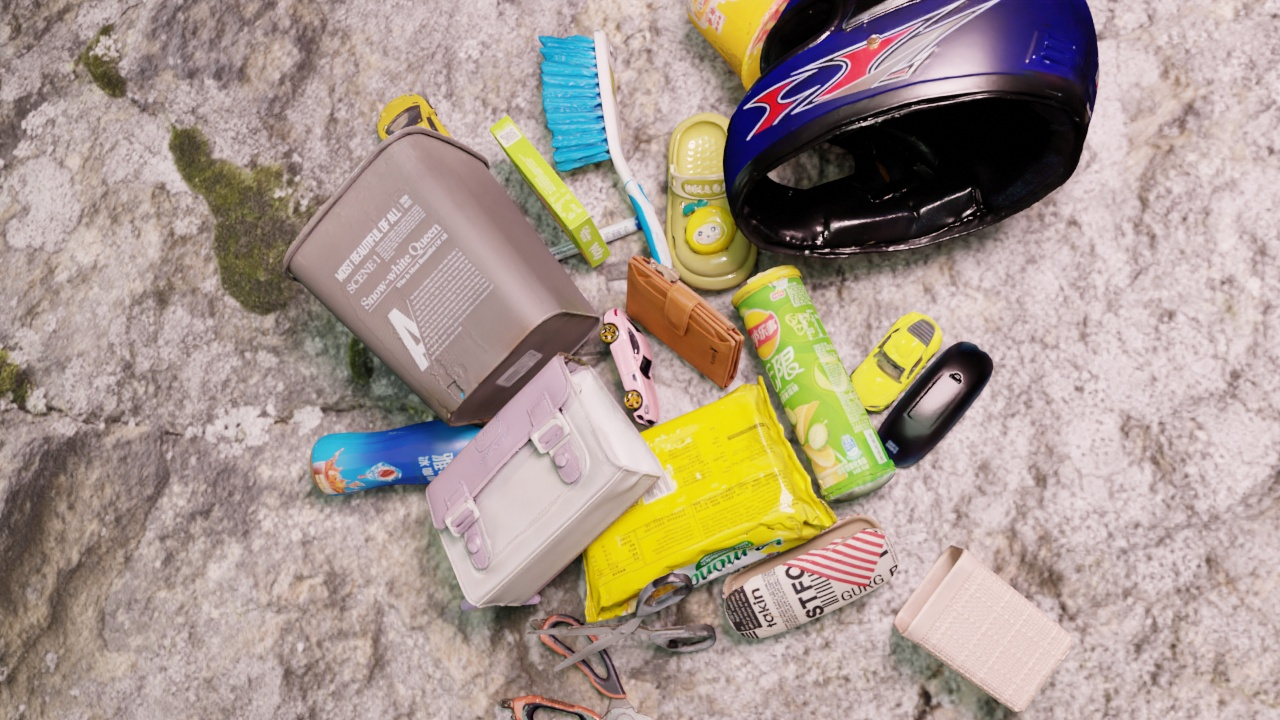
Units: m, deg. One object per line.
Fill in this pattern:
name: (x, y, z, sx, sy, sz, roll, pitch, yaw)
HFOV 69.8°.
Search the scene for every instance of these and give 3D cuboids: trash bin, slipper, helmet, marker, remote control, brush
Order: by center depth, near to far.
helmet: (0.220, -0.243, 0.802, 0.316, 0.247, 0.240, -12, 59, 13)
remote control: (0.273, 0.039, 0.850, 0.053, 0.024, 0.136, 40, 90, 17)
trash bin: (-0.178, -0.069, 0.881, 0.199, 0.198, 0.220, -45, 77, 12)
slipper: (0.062, -0.165, 0.907, 0.092, 0.081, 0.190, -7, 76, 14)
brush: (-0.037, -0.207, 0.942, 0.109, 0.060, 0.314, -9, 74, 6)
marker: (-0.064, -0.121, 0.959, 0.146, 0.017, 0.017, -20, 76, 9)

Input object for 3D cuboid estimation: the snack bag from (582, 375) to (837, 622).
snack bag: (0.038, 0.126, 0.852, 0.247, 0.068, 0.158, -25, 65, 10)

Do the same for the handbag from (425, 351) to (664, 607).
handbag: (-0.097, 0.108, 0.829, 0.197, 0.098, 0.145, -45, 56, 16)

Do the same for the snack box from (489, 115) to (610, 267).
snack box: (-0.091, -0.171, 0.927, 0.026, 0.086, 0.156, -37, 66, -1)

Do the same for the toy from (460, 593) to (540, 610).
toy: (-0.140, 0.190, 0.908, 0.084, 0.039, 0.108, -6, 74, 13)

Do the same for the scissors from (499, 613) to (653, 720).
scissors: (-0.034, 0.333, 0.872, 0.222, 0.015, 0.189, -11, 78, 10)

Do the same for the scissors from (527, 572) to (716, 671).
scissors: (-0.010, 0.246, 0.841, 0.181, 0.159, 0.014, -49, 27, 29)

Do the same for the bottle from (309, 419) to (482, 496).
bottle: (-0.223, 0.094, 0.930, 0.219, 0.065, 0.065, -9, 78, 11)

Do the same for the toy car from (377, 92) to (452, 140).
toy car: (-0.238, -0.233, 1.006, 0.071, 0.041, 0.156, -37, 73, 3)

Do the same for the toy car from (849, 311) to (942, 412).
toy car: (0.239, 0.001, 0.861, 0.048, 0.032, 0.105, 41, 92, 16)

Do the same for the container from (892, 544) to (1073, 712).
container: (0.290, 0.228, 0.780, 0.111, 0.090, 0.090, 37, 89, 13)

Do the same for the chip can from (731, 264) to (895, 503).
chip can: (0.160, 0.023, 0.854, 0.072, 0.072, 0.221, -25, 75, 7)

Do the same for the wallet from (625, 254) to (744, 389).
wallet: (0.040, -0.037, 0.876, 0.132, 0.108, 0.031, 39, 70, 16)

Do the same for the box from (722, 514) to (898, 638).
box: (0.153, 0.197, 0.843, 0.163, 0.081, 0.075, -29, 106, 5)

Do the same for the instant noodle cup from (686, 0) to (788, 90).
instant noodle cup: (0.121, -0.346, 0.904, 0.138, 0.138, 0.110, -42, 66, 3)

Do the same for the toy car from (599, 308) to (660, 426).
toy car: (-0.005, 0.005, 0.903, 0.037, 0.056, 0.122, -23, 75, 14)
